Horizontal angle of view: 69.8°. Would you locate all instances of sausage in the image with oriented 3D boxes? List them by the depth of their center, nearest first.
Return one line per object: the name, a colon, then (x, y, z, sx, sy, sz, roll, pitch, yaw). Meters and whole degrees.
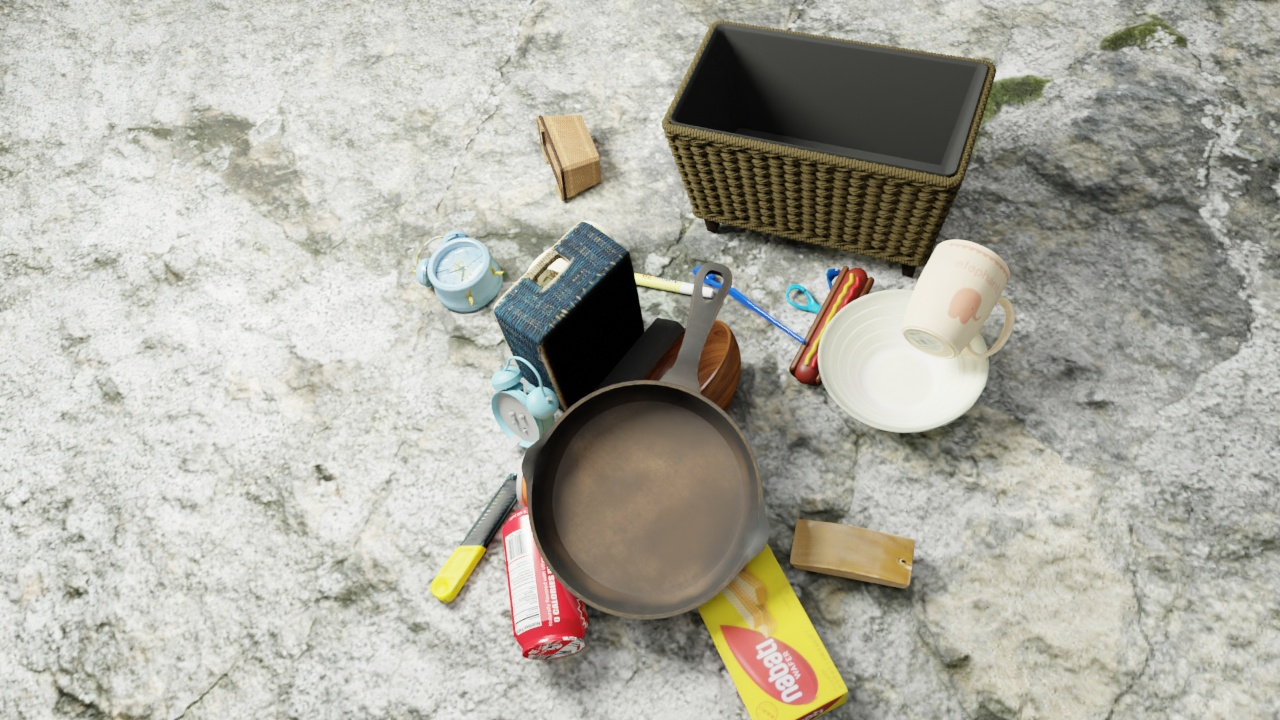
sausage: (0.218, -0.040, 1.043, 0.040, 0.040, 0.155, 25, 75, 22)

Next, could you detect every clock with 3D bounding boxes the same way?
clock: (-0.131, 0.046, 1.017, 0.087, 0.123, 0.041, 31, 47, 24)
clock: (-0.234, -0.117, 1.170, 0.124, 0.052, 0.088, 35, 73, 25)

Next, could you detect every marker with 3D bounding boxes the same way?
marker: (0.025, -0.095, 1.133, 0.132, 0.014, 0.014, 12, 63, 16)

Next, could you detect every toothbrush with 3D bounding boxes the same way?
toothbrush: (0.128, -0.068, 1.082, 0.011, 0.016, 0.187, -36, 50, -20)

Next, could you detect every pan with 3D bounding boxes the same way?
pan: (0.025, 0.074, 0.910, 0.249, 0.043, 0.355, 17, 84, 8)

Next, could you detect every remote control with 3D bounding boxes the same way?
remote control: (-0.006, 0.006, 1.053, 0.133, 0.013, 0.058, -49, 24, -10)

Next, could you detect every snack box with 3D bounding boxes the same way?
snack box: (0.113, 0.257, 0.899, 0.092, 0.042, 0.200, -26, 59, -4)

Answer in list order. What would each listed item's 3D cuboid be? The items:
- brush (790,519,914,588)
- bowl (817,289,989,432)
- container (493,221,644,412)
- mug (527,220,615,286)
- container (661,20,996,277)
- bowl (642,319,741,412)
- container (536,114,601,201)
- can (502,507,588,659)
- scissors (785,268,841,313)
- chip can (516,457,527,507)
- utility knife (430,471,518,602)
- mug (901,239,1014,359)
brush: (0.211, 0.195, 0.920, 0.117, 0.039, 0.049, 8, 63, 13)
bowl: (0.283, 0.011, 1.002, 0.177, 0.058, 0.176, -5, 59, 8)
container: (-0.071, -0.041, 1.018, 0.071, 0.188, 0.145, 36, 72, 22)
mug: (-0.093, -0.119, 1.145, 0.122, 0.081, 0.097, 0, 49, 41)
container: (0.213, -0.235, 1.068, 0.321, 0.205, 0.176, 16, 64, 18)
bowl: (0.060, 0.032, 1.012, 0.147, 0.069, 0.147, -36, 26, 20)
container: (-0.096, -0.279, 1.235, 0.061, 0.063, 0.114, -16, 59, -9)
can: (-0.098, 0.224, 0.936, 0.074, 0.074, 0.142, -13, 59, 2)
scissors: (0.236, -0.054, 1.073, 0.086, 0.016, 0.135, -29, 61, -6)
chip can: (-0.022, 0.138, 0.979, 0.210, 0.062, 0.062, 5, 61, 12)
utility knife: (-0.171, 0.187, 1.003, 0.029, 0.020, 0.170, 26, 69, 21)
mug: (0.335, -0.052, 0.954, 0.111, 0.085, 0.104, 34, 78, -6)
